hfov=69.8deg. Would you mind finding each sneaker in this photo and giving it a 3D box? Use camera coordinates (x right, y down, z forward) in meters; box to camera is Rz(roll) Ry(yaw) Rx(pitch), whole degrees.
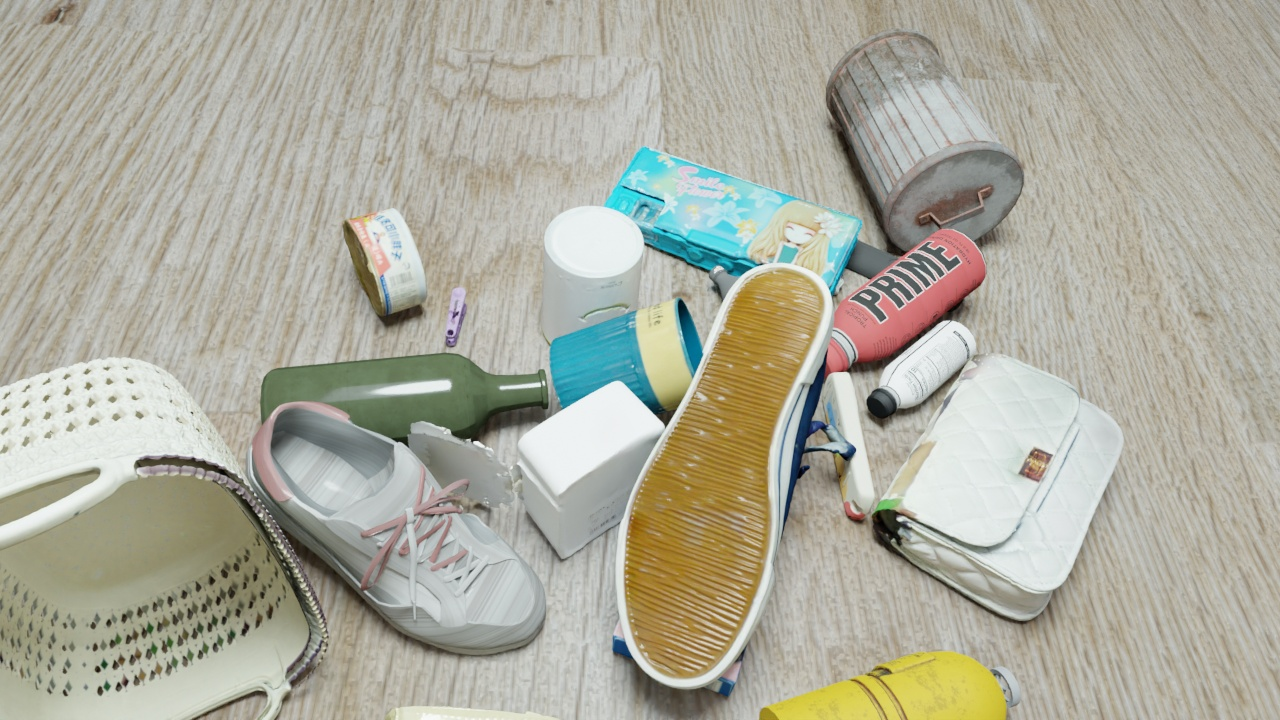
[{"bbox_3d":[0.075,0.086,0.642,0.121,0.127,0.294,13,68,20],"label":"sneaker"},{"bbox_3d":[-0.158,0.108,0.601,0.236,0.090,0.099,35,63,-2],"label":"sneaker"}]

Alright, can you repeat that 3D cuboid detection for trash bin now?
[{"bbox_3d":[0.271,-0.210,0.893,0.130,0.131,0.210,-6,52,-10],"label":"trash bin"}]

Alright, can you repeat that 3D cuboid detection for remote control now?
[{"bbox_3d":[0.234,-0.087,0.866,0.147,0.015,0.033,28,55,15],"label":"remote control"},{"bbox_3d":[0.165,0.065,0.728,0.018,0.038,0.125,1,53,-5],"label":"remote control"}]

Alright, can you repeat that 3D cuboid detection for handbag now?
[{"bbox_3d":[-0.100,0.269,0.525,0.111,0.081,0.119,7,50,-10],"label":"handbag"},{"bbox_3d":[0.279,0.087,0.702,0.139,0.073,0.194,30,55,17],"label":"handbag"}]

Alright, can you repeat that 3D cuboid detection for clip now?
[{"bbox_3d":[-0.158,-0.037,0.783,0.013,0.033,0.051,7,53,-2],"label":"clip"}]

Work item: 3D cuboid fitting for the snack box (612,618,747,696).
[{"bbox_3d":[0.046,0.149,0.655,0.088,0.033,0.153,19,53,9],"label":"snack box"}]

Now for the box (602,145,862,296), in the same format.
[{"bbox_3d":[0.083,-0.128,0.854,0.227,0.039,0.094,22,63,14],"label":"box"}]

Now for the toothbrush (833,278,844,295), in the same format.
[{"bbox_3d":[0.114,-0.117,0.878,0.187,0.012,0.017,36,65,20],"label":"toothbrush"}]

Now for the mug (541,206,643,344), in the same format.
[{"bbox_3d":[-0.041,-0.062,0.762,0.082,0.106,0.082,3,53,-4],"label":"mug"}]

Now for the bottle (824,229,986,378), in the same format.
[{"bbox_3d":[0.218,-0.045,0.796,0.176,0.062,0.062,-35,63,-16],"label":"bottle"}]

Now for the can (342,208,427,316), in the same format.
[{"bbox_3d":[-0.215,-0.083,0.773,0.043,0.086,0.086,-21,58,-22],"label":"can"}]

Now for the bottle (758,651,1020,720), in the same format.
[{"bbox_3d":[0.164,0.230,0.583,0.163,0.071,0.071,-12,55,-15],"label":"bottle"}]

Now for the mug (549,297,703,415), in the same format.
[{"bbox_3d":[-0.004,0.004,0.724,0.107,0.113,0.083,-18,94,13],"label":"mug"}]

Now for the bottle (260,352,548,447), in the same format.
[{"bbox_3d":[-0.175,0.032,0.699,0.206,0.072,0.071,-6,54,-10],"label":"bottle"}]

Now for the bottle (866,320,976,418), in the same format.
[{"bbox_3d":[0.235,0.010,0.776,0.115,0.041,0.041,-34,63,-27],"label":"bottle"}]

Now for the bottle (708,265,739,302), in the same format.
[{"bbox_3d":[0.101,-0.045,0.806,0.036,0.036,0.110,-30,61,-25],"label":"bottle"}]

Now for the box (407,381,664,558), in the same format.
[{"bbox_3d":[-0.073,0.082,0.650,0.189,0.112,0.101,-12,53,-13],"label":"box"}]

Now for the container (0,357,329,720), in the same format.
[{"bbox_3d":[-0.298,0.120,0.521,0.184,0.252,0.143,-24,49,-19],"label":"container"}]
